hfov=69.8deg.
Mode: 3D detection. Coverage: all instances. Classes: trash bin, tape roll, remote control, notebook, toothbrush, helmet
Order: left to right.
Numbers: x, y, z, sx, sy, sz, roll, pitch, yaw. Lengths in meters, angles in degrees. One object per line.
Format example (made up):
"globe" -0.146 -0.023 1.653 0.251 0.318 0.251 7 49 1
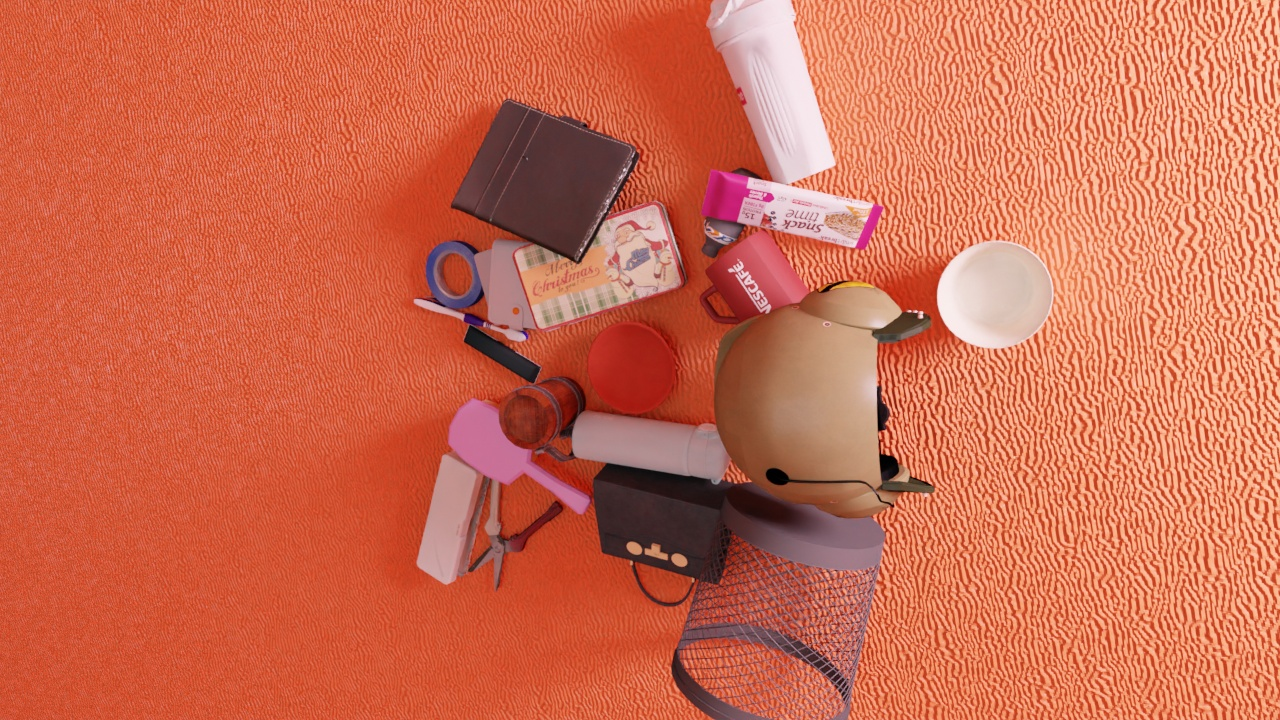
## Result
"tape roll" -0.255 -0.119 1.273 0.091 0.016 0.093 16 107 18
"toothbrush" -0.238 -0.058 1.280 0.187 0.016 0.015 19 108 20
"remote control" -0.194 -0.009 1.275 0.124 0.011 0.028 30 111 14
"notebook" -0.122 -0.230 1.152 0.209 0.029 0.169 27 86 21
"trash bin" 0.167 0.285 1.087 0.218 0.217 0.227 16 103 18
"helmet" 0.192 0.039 0.984 0.233 0.255 0.250 -1 99 19

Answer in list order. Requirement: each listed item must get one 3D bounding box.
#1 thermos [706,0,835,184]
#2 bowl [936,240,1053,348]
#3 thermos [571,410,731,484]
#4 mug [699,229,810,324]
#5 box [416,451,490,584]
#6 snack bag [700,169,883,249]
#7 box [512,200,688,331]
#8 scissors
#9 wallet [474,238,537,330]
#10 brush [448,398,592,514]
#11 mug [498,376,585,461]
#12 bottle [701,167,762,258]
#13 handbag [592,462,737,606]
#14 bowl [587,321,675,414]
"thermos" 0.149 -0.310 1.030 0.099 0.099 0.220 -18 98 24
"bowl" 0.385 -0.074 0.999 0.115 0.062 0.115 5 102 21
"thermos" 0.017 0.108 1.185 0.207 0.065 0.078 6 116 21
"mug" 0.128 -0.083 1.093 0.117 0.080 0.096 -37 86 31
"box" -0.275 0.227 1.339 0.083 0.067 0.199 15 109 -2
"snack bag" 0.170 -0.170 1.045 0.196 0.016 0.070 12 143 1
"box" -0.050 -0.117 1.155 0.206 0.050 0.117 -15 94 14
"scissors" -0.192 0.236 1.324 0.199 0.015 0.179 -22 93 24
"wallet" -0.171 -0.101 1.231 0.115 0.037 0.118 9 102 18
"brush" -0.160 0.137 1.267 0.229 0.043 0.089 32 101 13
"mug" -0.119 0.081 1.209 0.082 0.111 0.117 -17 94 24
"bottle" 0.106 -0.175 1.099 0.047 0.046 0.113 33 111 13
"handbag" 0.030 0.245 1.221 0.176 0.072 0.196 11 116 19
"bowl" -0.007 0.007 1.190 0.122 0.035 0.122 5 103 21
